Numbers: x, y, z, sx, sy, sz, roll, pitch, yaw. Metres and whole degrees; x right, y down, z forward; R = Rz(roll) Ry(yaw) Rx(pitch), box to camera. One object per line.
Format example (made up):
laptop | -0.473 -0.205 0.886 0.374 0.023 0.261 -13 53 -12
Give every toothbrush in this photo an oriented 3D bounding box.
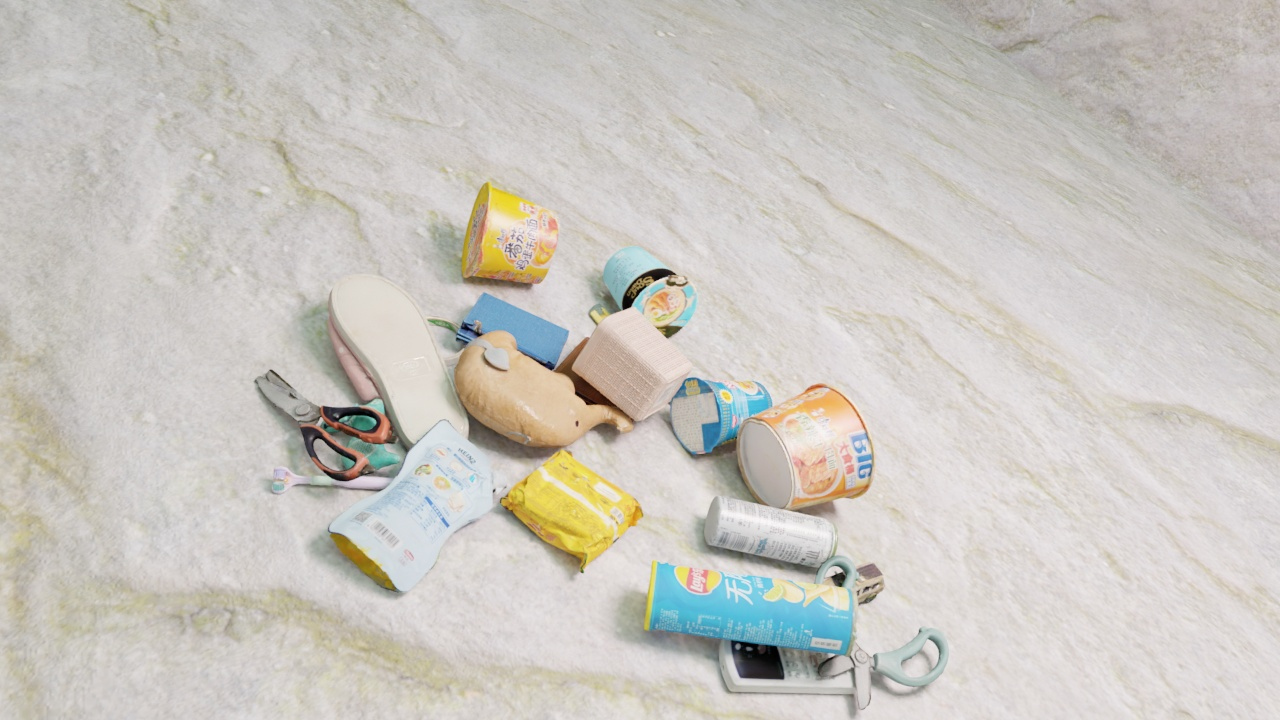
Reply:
toothbrush | -0.296 0.132 0.990 0.189 0.029 0.021 5 4 -19

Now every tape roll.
tape roll | -0.265 -0.026 1.188 0.085 0.014 0.085 12 40 -10

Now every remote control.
remote control | 0.156 0.318 0.961 0.150 0.021 0.058 7 41 -16

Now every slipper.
slipper | -0.292 0.007 1.105 0.114 0.055 0.274 -21 66 -34

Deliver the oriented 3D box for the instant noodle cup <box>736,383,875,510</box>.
instant noodle cup | 0.195 0.113 1.123 0.111 0.152 0.151 -15 50 -25

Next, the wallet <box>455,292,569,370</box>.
wallet | -0.167 -0.033 1.216 0.133 0.040 0.106 24 35 -4

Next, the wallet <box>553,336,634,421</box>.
wallet | -0.047 0.028 1.206 0.124 0.032 0.101 28 43 10

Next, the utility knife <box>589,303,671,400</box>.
utility knife | -0.009 -0.009 1.278 0.030 0.022 0.219 -20 58 -31

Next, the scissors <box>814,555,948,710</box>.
scissors | 0.247 0.285 0.997 0.170 0.019 0.179 -8 58 -25

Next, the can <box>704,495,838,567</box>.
can | 0.151 0.199 1.065 0.146 0.058 0.058 13 40 -8

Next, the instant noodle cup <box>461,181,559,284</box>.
instant noodle cup | -0.184 -0.172 1.305 0.109 0.138 0.137 13 39 -21

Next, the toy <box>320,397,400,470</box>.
toy | -0.312 0.084 1.024 0.096 0.030 0.091 -9 57 5

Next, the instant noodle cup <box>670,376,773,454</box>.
instant noodle cup | 0.110 0.066 1.184 0.109 0.099 0.099 -6 45 -39

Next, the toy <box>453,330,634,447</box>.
toy | -0.119 0.051 1.106 0.226 0.083 0.143 32 43 -9

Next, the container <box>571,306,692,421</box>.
container | -0.007 0.007 1.146 0.111 0.090 0.089 42 30 14

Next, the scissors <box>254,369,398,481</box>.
scissors | -0.352 0.056 1.019 0.193 0.015 0.206 -13 47 -1

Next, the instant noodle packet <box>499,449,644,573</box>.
instant noodle packet | -0.074 0.166 1.023 0.128 0.044 0.110 34 47 21

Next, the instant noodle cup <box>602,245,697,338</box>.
instant noodle cup | 0.007 -0.105 1.327 0.111 0.111 0.120 -8 39 -29

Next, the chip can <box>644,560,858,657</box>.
chip can | 0.111 0.255 0.944 0.210 0.071 0.071 7 40 2

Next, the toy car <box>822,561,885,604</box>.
toy car | 0.239 0.259 1.053 0.090 0.035 0.042 -12 47 -29

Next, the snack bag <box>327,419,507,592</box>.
snack bag | -0.228 0.150 0.970 0.110 0.039 0.190 34 44 9
